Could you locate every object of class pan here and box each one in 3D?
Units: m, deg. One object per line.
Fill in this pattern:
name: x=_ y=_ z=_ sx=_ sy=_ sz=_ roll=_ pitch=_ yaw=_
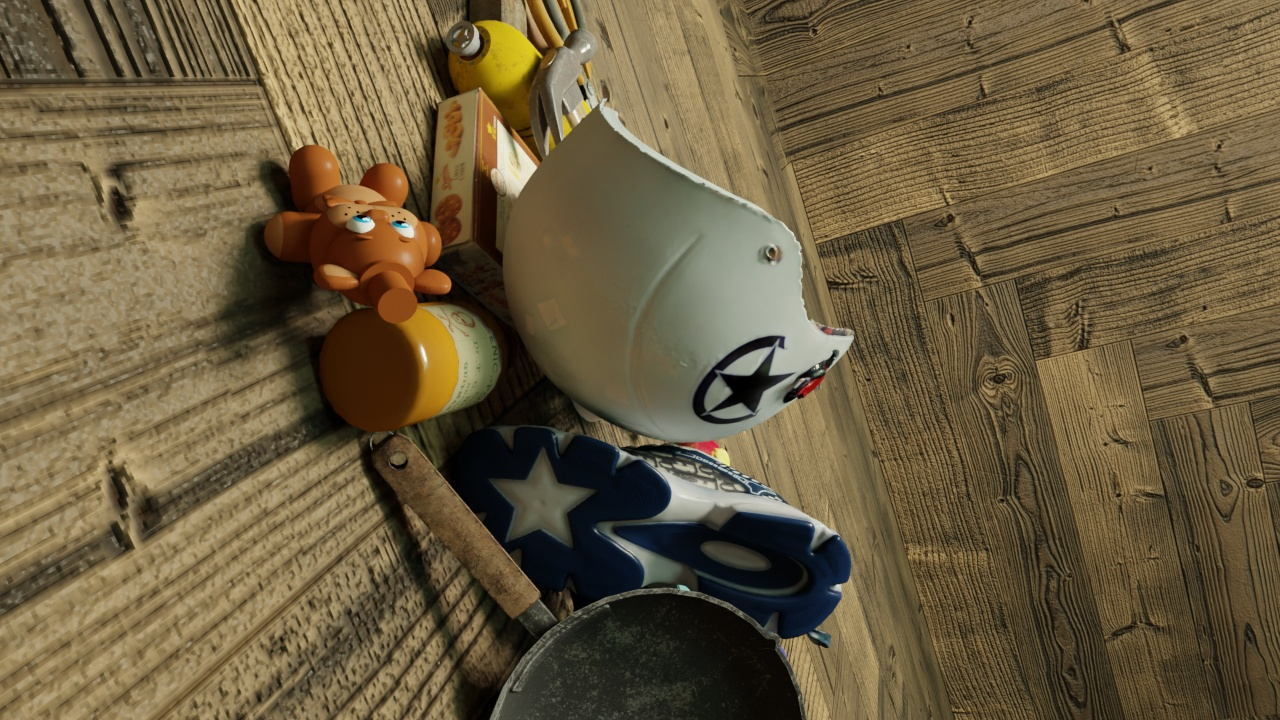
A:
pan: x=-0.043 y=0.178 z=0.558 sx=0.357 sy=0.207 sz=0.040 roll=52 pitch=-9 yaw=-8

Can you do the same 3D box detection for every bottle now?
bottle: x=-0.119 y=-0.002 z=0.557 sx=0.156 sy=0.068 sz=0.068 roll=-18 pitch=93 yaw=-71
bottle: x=-0.105 y=-0.228 z=0.763 sx=0.163 sy=0.071 sz=0.071 roll=29 pitch=49 yaw=-65

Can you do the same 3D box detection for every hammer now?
hammer: x=-0.009 y=-0.116 z=0.810 sx=0.331 sy=0.031 sz=0.119 roll=63 pitch=35 yaw=-34
hammer: x=-0.078 y=-0.285 z=0.932 sx=0.301 sy=0.037 sz=0.157 roll=45 pitch=35 yaw=-56

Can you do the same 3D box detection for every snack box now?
snack box: x=-0.106 y=-0.109 z=0.714 sx=0.147 sy=0.041 sz=0.143 roll=45 pitch=35 yaw=-56

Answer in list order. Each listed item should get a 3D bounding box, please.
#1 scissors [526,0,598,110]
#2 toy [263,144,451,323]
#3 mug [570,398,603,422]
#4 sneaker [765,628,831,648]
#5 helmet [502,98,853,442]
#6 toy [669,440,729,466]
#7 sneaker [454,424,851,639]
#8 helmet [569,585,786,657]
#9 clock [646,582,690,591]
scissors: x=-0.057 y=-0.289 z=0.908 sx=0.165 sy=0.016 sz=0.225 roll=-77 pitch=147 yaw=-53
toy: x=-0.145 y=-0.064 z=0.485 sx=0.127 sy=0.094 sz=0.065 roll=46 pitch=-52 yaw=49
mug: x=-0.005 y=0.005 z=0.814 sx=0.082 sy=0.106 sz=0.082 roll=-14 pitch=90 yaw=-71
sneaker: x=0.137 y=0.241 z=1.015 sx=0.294 sy=0.127 sz=0.121 roll=-41 pitch=114 yaw=-71
helmet: x=0.007 y=-0.032 z=0.642 sx=0.236 sy=0.163 sz=0.264 roll=44 pitch=-3 yaw=29
toy: x=0.071 y=0.121 z=1.017 sx=0.137 sy=0.067 sz=0.105 roll=60 pitch=19 yaw=-56
sneaker: x=0.006 y=0.098 z=0.641 sx=0.132 sy=0.269 sz=0.103 roll=-101 pitch=-150 yaw=-74
helmet: x=0.040 y=0.218 z=0.706 sx=0.241 sy=0.148 sz=0.227 roll=49 pitch=32 yaw=-26
clock: x=0.031 y=0.207 z=0.847 sx=0.090 sy=0.053 sz=0.124 roll=25 pitch=53 yaw=-65
